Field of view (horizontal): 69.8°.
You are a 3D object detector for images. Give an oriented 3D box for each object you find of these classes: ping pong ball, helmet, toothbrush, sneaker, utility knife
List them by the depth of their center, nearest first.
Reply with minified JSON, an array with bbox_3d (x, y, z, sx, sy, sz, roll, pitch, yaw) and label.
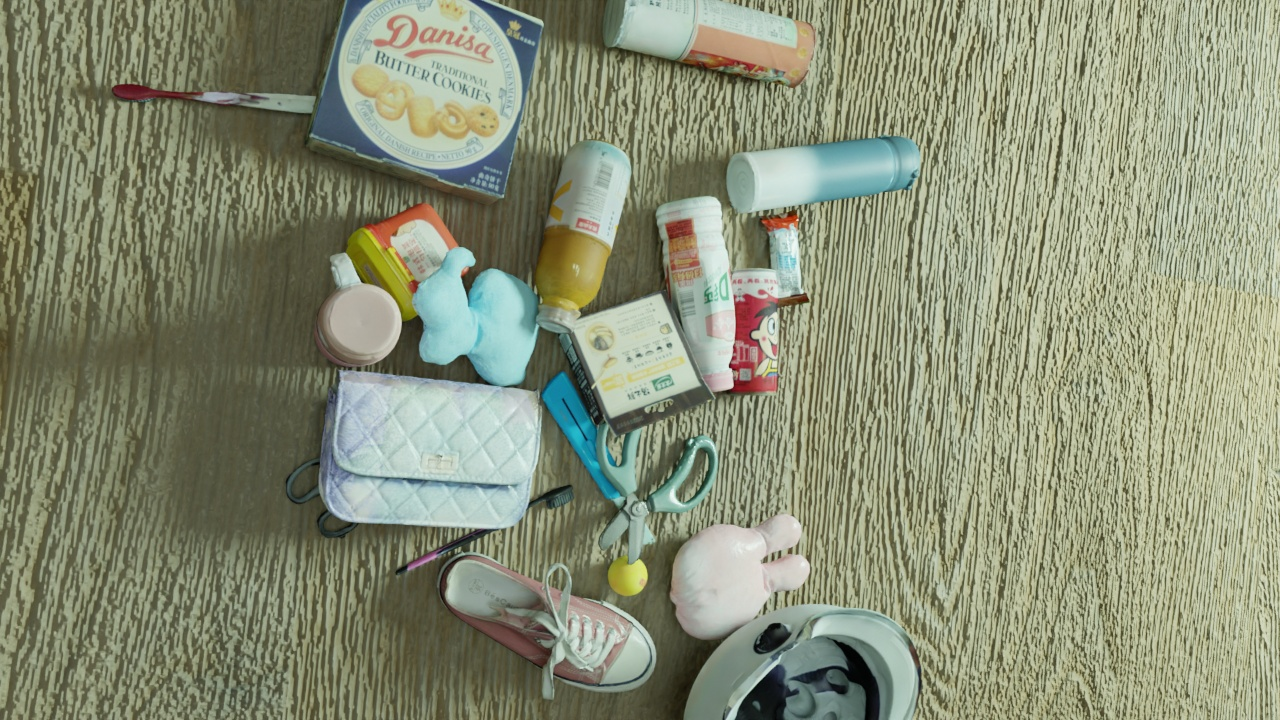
[{"bbox_3d":[-0.365,-0.232,0.820,0.187,0.017,0.016,-2,88,-22],"label":"toothbrush"},{"bbox_3d":[-0.083,0.258,0.881,0.241,0.088,0.118,32,79,-16],"label":"sneaker"},{"bbox_3d":[-0.149,0.168,0.897,0.189,0.014,0.018,-24,110,-18],"label":"toothbrush"},{"bbox_3d":[-0.013,0.218,0.931,0.040,0.040,0.040,0,90,-20],"label":"ping pong ball"},{"bbox_3d":[0.148,0.356,0.933,0.258,0.146,0.229,-45,112,-19],"label":"helmet"},{"bbox_3d":[-0.040,0.105,0.935,0.034,0.018,0.205,-34,102,-18],"label":"utility knife"}]

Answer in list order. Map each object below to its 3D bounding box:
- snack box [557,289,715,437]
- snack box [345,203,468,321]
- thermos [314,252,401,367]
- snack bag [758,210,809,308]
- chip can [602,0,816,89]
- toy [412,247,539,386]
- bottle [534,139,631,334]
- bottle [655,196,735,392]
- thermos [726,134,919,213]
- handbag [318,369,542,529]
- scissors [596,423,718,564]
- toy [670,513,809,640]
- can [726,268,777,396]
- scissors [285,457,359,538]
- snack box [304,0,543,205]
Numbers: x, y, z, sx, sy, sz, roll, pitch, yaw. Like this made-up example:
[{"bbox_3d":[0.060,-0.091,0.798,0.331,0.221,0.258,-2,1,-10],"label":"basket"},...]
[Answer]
[{"bbox_3d":[-0.005,0.005,0.913,0.113,0.053,0.125,-19,81,-19],"label":"snack box"},{"bbox_3d":[-0.211,-0.093,0.842,0.080,0.082,0.091,-38,103,-26],"label":"snack box"},{"bbox_3d":[-0.241,-0.037,0.766,0.067,0.199,0.087,-21,95,-18],"label":"thermos"},{"bbox_3d":[0.157,-0.111,1.001,0.048,0.026,0.104,-10,94,-14],"label":"snack bag"},{"bbox_3d":[0.073,-0.338,0.948,0.214,0.071,0.071,6,88,-20],"label":"chip can"},{"bbox_3d":[-0.144,-0.037,0.854,0.155,0.050,0.162,-31,129,-42],"label":"toy"},{"bbox_3d":[-0.060,-0.119,0.888,0.068,0.068,0.189,19,75,-19],"label":"bottle"},{"bbox_3d":[0.063,-0.066,0.944,0.068,0.068,0.197,-10,93,-20],"label":"bottle"},{"bbox_3d":[0.203,-0.206,1.000,0.220,0.070,0.070,-12,94,-20],"label":"thermos"},{"bbox_3d":[-0.189,0.084,0.842,0.193,0.076,0.134,7,88,-27],"label":"handbag"},{"bbox_3d":[-0.003,0.111,0.933,0.174,0.019,0.176,-43,103,-25],"label":"scissors"},{"bbox_3d":[0.104,0.225,0.966,0.159,0.054,0.121,-17,104,-18],"label":"toy"},{"bbox_3d":[0.118,-0.029,0.972,0.053,0.053,0.132,1,90,-20],"label":"can"},{"bbox_3d":[-0.252,0.085,0.860,0.150,0.014,0.170,14,85,-21],"label":"scissors"},{"bbox_3d":[-0.199,-0.260,0.857,0.177,0.046,0.182,14,86,-24],"label":"snack box"}]
